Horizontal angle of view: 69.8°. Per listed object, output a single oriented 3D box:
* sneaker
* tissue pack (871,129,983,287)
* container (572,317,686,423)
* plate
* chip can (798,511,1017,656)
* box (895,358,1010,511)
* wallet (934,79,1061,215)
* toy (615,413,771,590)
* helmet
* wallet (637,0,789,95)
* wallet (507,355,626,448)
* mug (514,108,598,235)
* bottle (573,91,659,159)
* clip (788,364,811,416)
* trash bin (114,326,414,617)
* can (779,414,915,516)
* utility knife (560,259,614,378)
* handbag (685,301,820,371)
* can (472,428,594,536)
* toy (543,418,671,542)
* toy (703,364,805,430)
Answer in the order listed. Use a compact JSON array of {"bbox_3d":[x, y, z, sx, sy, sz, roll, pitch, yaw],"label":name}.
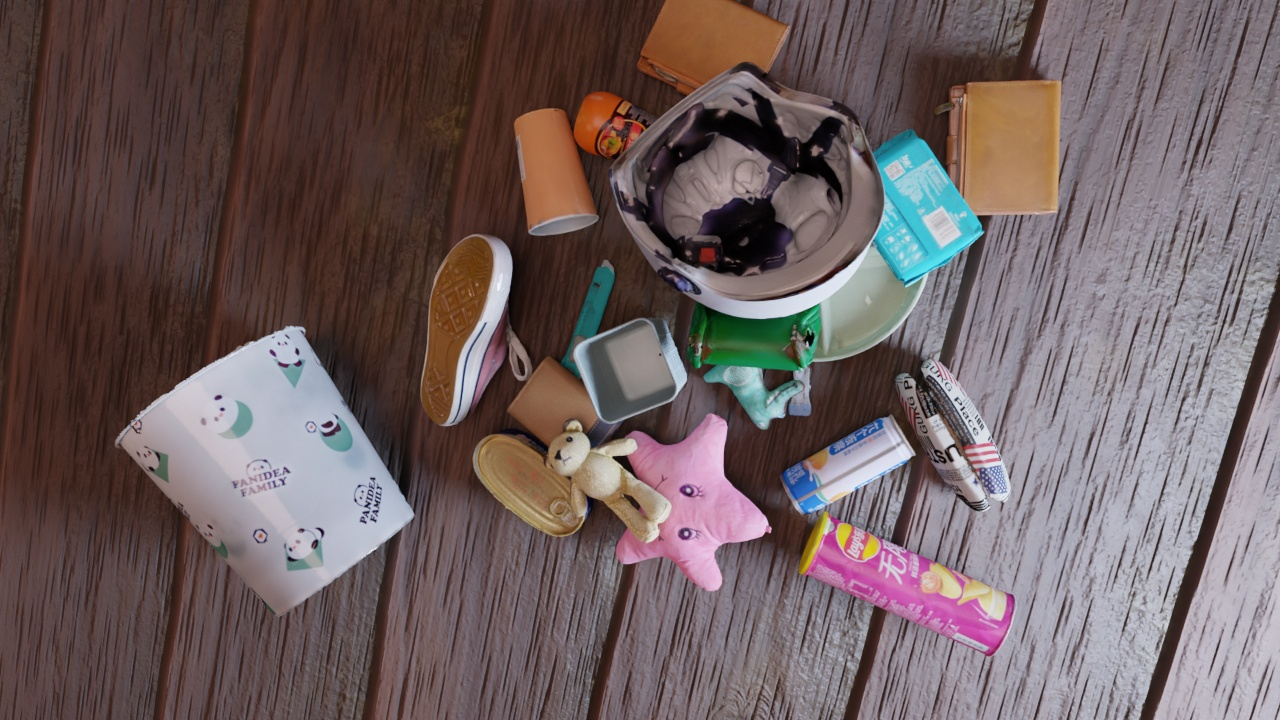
[{"bbox_3d":[-0.178,-0.035,1.023,0.118,0.087,0.242,37,124,29],"label":"sneaker"},{"bbox_3d":[0.263,-0.150,0.905,0.093,0.050,0.133,-34,88,14],"label":"tissue pack"},{"bbox_3d":[-0.006,0.006,0.976,0.090,0.111,0.090,-22,91,12],"label":"container"},{"bbox_3d":[0.185,-0.113,0.966,0.230,0.027,0.230,1,96,11],"label":"plate"},{"bbox_3d":[0.277,0.233,0.962,0.210,0.071,0.071,23,100,8],"label":"chip can"},{"bbox_3d":[0.331,0.072,0.937,0.082,0.075,0.163,-28,87,2],"label":"box"},{"bbox_3d":[0.355,-0.211,0.915,0.119,0.035,0.130,1,95,12],"label":"wallet"},{"bbox_3d":[0.059,0.151,0.994,0.179,0.074,0.195,10,99,23],"label":"toy"},{"bbox_3d":[0.107,-0.136,0.877,0.229,0.146,0.258,-45,65,-9],"label":"helmet"},{"bbox_3d":[0.075,-0.328,0.965,0.132,0.031,0.108,27,98,9],"label":"wallet"},{"bbox_3d":[-0.084,0.062,1.034,0.115,0.033,0.090,38,110,5],"label":"wallet"},{"bbox_3d":[-0.097,-0.204,0.995,0.078,0.078,0.122,-14,88,13],"label":"mug"},{"bbox_3d":[0.006,-0.235,0.977,0.149,0.066,0.067,21,100,2],"label":"bottle"},{"bbox_3d":[0.173,0.032,0.988,0.026,0.038,0.058,7,95,14],"label":"clip"},{"bbox_3d":[-0.402,0.128,1.024,0.230,0.229,0.252,-35,93,13],"label":"trash bin"},{"bbox_3d":[0.218,0.111,0.969,0.135,0.053,0.053,-32,89,13],"label":"can"},{"bbox_3d":[-0.062,-0.038,1.033,0.029,0.013,0.158,21,100,9],"label":"utility knife"},{"bbox_3d":[0.113,-0.028,0.917,0.131,0.120,0.068,3,104,10],"label":"handbag"},{"bbox_3d":[-0.121,0.137,1.046,0.148,0.049,0.075,37,102,6],"label":"can"},{"bbox_3d":[-0.036,0.131,0.975,0.157,0.066,0.105,37,102,19],"label":"toy"},{"bbox_3d":[0.126,0.030,0.990,0.097,0.030,0.092,-32,92,31],"label":"toy"}]
